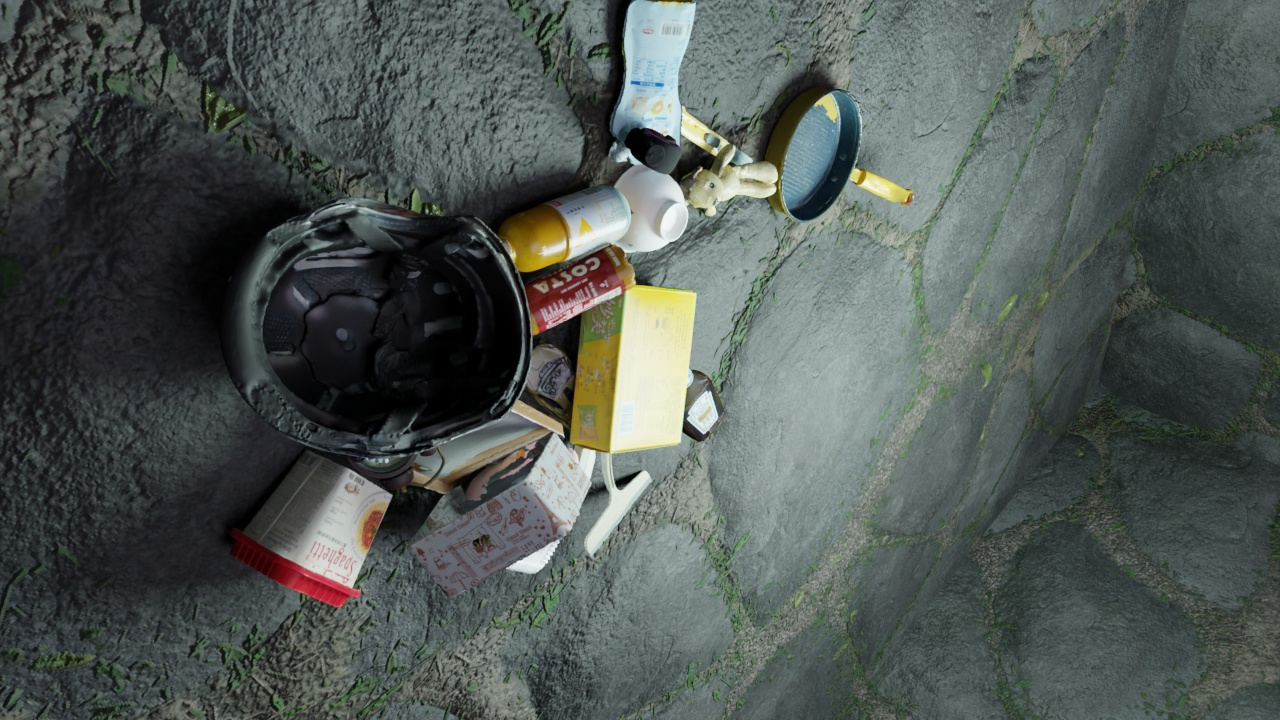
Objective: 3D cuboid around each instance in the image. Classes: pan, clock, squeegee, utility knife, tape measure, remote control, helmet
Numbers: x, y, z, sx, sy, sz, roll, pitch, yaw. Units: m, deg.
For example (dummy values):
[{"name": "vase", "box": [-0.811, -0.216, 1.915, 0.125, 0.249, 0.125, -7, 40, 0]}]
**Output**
[{"name": "pan", "box": [0.317, -0.291, 1.405, 0.356, 0.078, 0.198, 6, 110, -52]}, {"name": "clock", "box": [-0.256, 0.084, 0.940, 0.122, 0.055, 0.082, 41, 86, -23]}, {"name": "squeegee", "box": [-0.038, 0.105, 1.277, 0.245, 0.039, 0.247, -42, 137, -63]}, {"name": "utility knife", "box": [0.088, -0.289, 1.192, 0.216, 0.022, 0.031, 13, 110, -58]}, {"name": "tape measure", "box": [0.018, -0.242, 1.049, 0.057, 0.057, 0.039, 11, 118, -46]}, {"name": "remote control", "box": [-0.073, 0.120, 1.214, 0.124, 0.024, 0.049, -79, 167, -47]}, {"name": "helmet", "box": [-0.244, -0.023, 0.839, 0.273, 0.157, 0.230, -11, 89, -31]}]

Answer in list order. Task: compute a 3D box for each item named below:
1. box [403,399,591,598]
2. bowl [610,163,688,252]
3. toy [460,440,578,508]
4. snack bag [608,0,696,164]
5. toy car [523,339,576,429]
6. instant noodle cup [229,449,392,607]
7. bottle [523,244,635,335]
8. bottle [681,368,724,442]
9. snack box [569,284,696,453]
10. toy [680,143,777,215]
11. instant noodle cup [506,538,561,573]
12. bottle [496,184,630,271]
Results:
[{"name": "box", "box": [-0.176, 0.125, 1.014, 0.182, 0.151, 0.174, -31, 104, 18]}, {"name": "bowl", "box": [0.019, -0.180, 1.136, 0.118, 0.065, 0.118, -29, 135, -35]}, {"name": "toy", "box": [-0.149, 0.163, 1.132, 0.159, 0.121, 0.054, -60, 170, -9]}, {"name": "snack bag", "box": [0.015, -0.318, 1.059, 0.110, 0.039, 0.191, -23, 133, -43]}, {"name": "toy car", "box": [-0.103, 0.033, 1.157, 0.070, 0.042, 0.158, -54, 141, -10]}, {"name": "instant noodle cup", "box": [-0.326, 0.167, 0.929, 0.124, 0.117, 0.116, -63, 145, -16]}, {"name": "bottle", "box": [-0.093, -0.074, 1.052, 0.174, 0.057, 0.057, -27, 135, -13]}, {"name": "bottle", "box": [0.070, 0.047, 1.372, 0.079, 0.044, 0.195, -50, 142, -15]}, {"name": "snack box", "box": [-0.007, 0.007, 1.179, 0.157, 0.070, 0.210, -1, 98, -53]}, {"name": "toy", "box": [0.119, -0.233, 1.218, 0.157, 0.066, 0.105, -14, 142, -36]}, {"name": "instant noodle cup", "box": [-0.144, 0.206, 1.210, 0.173, 0.060, 0.138, -59, 144, 0]}, {"name": "bottle", "box": [-0.095, -0.143, 1.020, 0.189, 0.068, 0.068, -27, 133, -37]}]
